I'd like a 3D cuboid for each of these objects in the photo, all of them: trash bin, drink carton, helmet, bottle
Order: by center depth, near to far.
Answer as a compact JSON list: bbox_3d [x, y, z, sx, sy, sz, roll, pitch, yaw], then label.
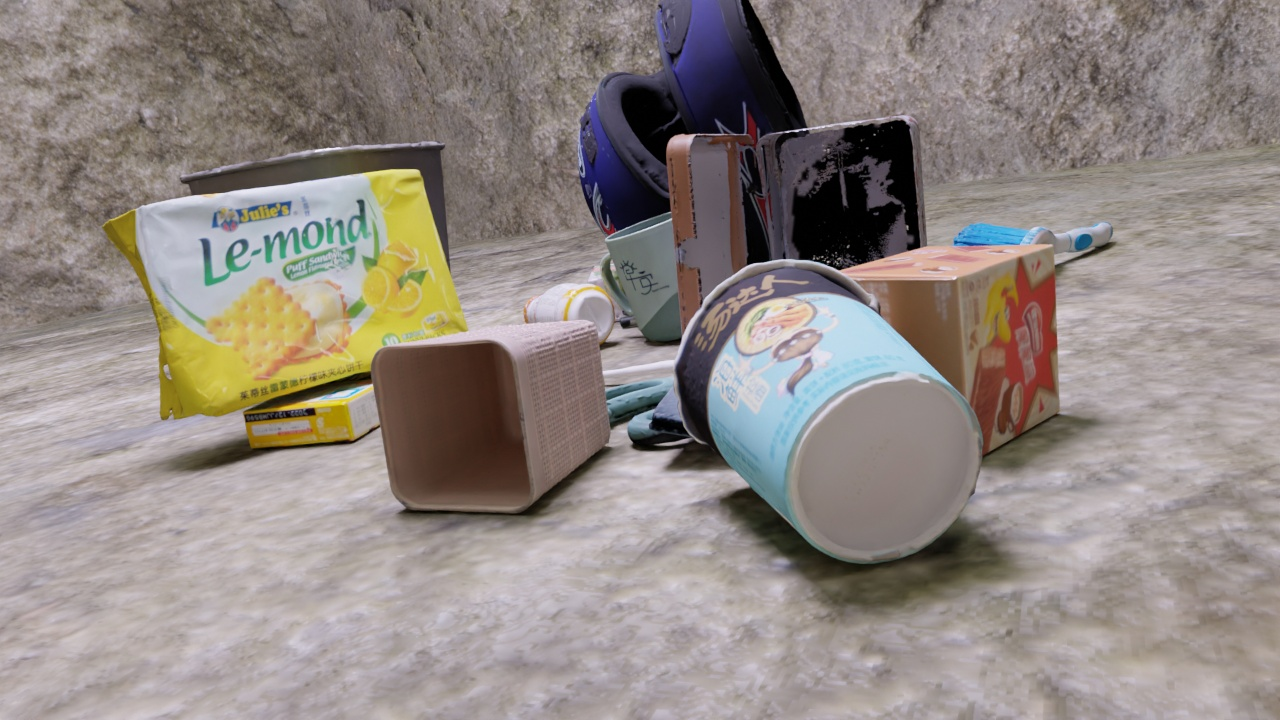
[{"bbox_3d":[-0.288,-0.090,0.888,0.199,0.220,0.198,-4,14,23],"label":"trash bin"},{"bbox_3d":[-0.074,-0.045,0.900,0.063,0.063,0.108,-17,15,-34],"label":"bottle"},{"bbox_3d":[0.051,-0.214,0.957,0.241,0.315,0.246,-23,49,17],"label":"helmet"},{"bbox_3d":[-0.033,-0.080,1.064,0.045,0.053,0.122,-8,12,2],"label":"drink carton"}]

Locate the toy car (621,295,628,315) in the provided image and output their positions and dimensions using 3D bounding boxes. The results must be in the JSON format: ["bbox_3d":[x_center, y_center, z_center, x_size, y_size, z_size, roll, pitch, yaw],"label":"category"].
[{"bbox_3d":[0.024,-0.067,1.009,0.090,0.035,0.042,-13,14,-34],"label":"toy car"}]

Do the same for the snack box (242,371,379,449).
[{"bbox_3d":[-0.234,0.032,0.726,0.087,0.034,0.140,-6,14,13],"label":"snack box"}]

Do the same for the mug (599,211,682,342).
[{"bbox_3d":[0.013,-0.076,0.865,0.112,0.106,0.082,-9,18,38],"label":"mug"}]

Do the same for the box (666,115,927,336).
[{"bbox_3d":[0.146,-0.104,0.744,0.158,0.180,0.216,1,13,32],"label":"box"}]

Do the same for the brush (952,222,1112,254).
[{"bbox_3d":[0.415,-0.120,0.957,0.110,0.060,0.313,6,15,32],"label":"brush"}]

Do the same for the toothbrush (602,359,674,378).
[{"bbox_3d":[-0.004,0.004,0.702,0.180,0.016,0.016,-7,11,28],"label":"toothbrush"}]

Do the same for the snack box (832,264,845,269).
[{"bbox_3d":[0.203,-0.085,0.991,0.157,0.026,0.085,-3,12,27],"label":"snack box"}]

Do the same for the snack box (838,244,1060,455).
[{"bbox_3d":[0.162,-0.009,0.485,0.094,0.093,0.077,-17,15,-37],"label":"snack box"}]

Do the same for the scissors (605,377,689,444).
[{"bbox_3d":[0.045,0.025,0.600,0.178,0.019,0.161,-11,11,-19],"label":"scissors"}]

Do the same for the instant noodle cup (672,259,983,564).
[{"bbox_3d":[0.081,0.022,0.390,0.111,0.111,0.120,-10,19,-8],"label":"instant noodle cup"}]

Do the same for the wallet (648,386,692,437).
[{"bbox_3d":[0.068,0.024,0.533,0.097,0.019,0.120,9,21,17],"label":"wallet"}]

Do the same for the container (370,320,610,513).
[{"bbox_3d":[-0.077,0.025,0.518,0.090,0.090,0.110,-3,10,24],"label":"container"}]

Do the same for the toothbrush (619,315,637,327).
[{"bbox_3d":[0.070,-0.057,0.959,0.186,0.012,0.017,-11,-2,6],"label":"toothbrush"}]

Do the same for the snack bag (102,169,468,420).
[{"bbox_3d":[-0.259,-0.054,0.712,0.245,0.158,0.068,-17,-1,-34],"label":"snack bag"}]
